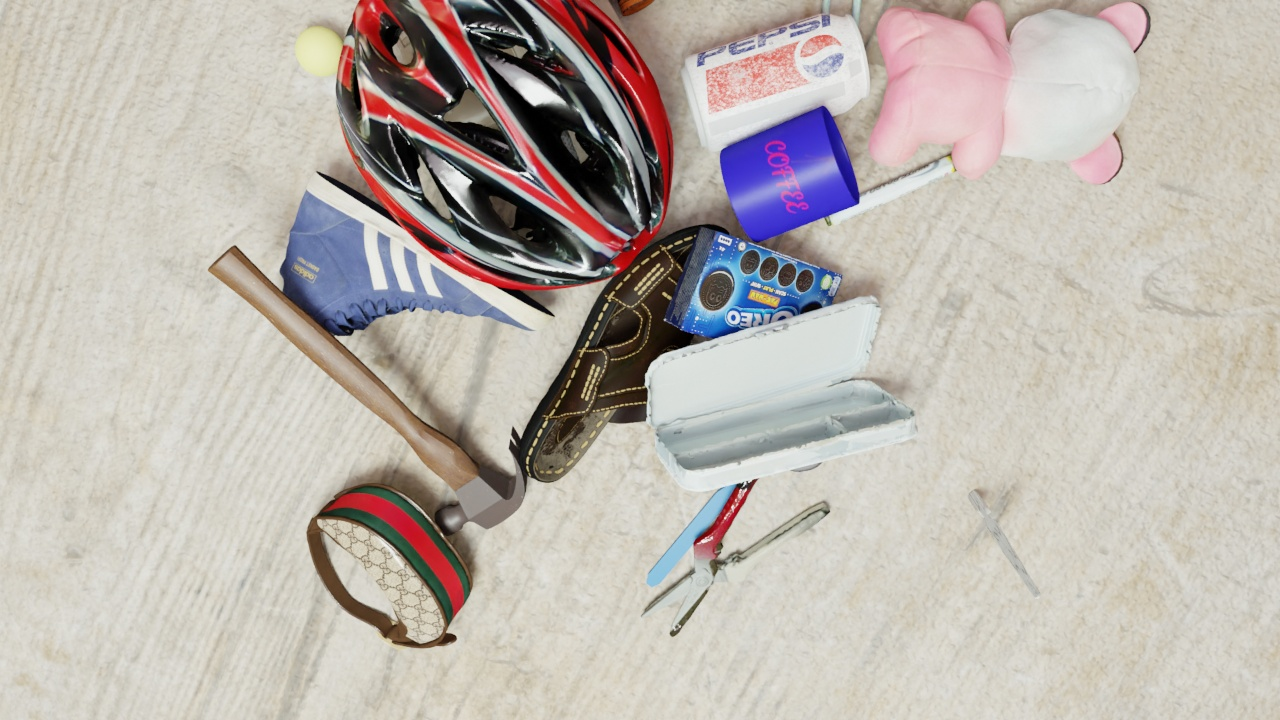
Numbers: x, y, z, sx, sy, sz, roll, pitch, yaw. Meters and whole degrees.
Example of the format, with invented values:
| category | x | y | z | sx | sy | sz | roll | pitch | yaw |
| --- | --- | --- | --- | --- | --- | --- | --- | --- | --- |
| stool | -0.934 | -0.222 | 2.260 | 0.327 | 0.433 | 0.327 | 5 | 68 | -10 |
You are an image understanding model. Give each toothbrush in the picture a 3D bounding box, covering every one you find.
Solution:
| category | x | y | z | sx | sy | sz | roll | pitch | yaw |
| --- | --- | --- | --- | --- | --- | --- | --- | --- | --- |
| toothbrush | 0.058 | 0.143 | 0.827 | 0.016 | 0.014 | 0.167 | 38 | 101 | -3 |
| toothbrush | 0.289 | 0.145 | 0.728 | 0.010 | 0.181 | 0.010 | -43 | 98 | 14 |

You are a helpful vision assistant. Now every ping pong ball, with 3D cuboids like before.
| category | x | y | z | sx | sy | sz | roll | pitch | yaw |
| --- | --- | --- | --- | --- | --- | --- | --- | --- | --- |
| ping pong ball | -0.267 | -0.258 | 0.766 | 0.040 | 0.040 | 0.040 | 1 | 100 | 3 |

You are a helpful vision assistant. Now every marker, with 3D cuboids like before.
| category | x | y | z | sx | sy | sz | roll | pitch | yaw |
| --- | --- | --- | --- | --- | --- | --- | --- | --- | --- |
| marker | 0.223 | -0.148 | 0.765 | 0.146 | 0.017 | 0.017 | -24 | 97 | 7 |

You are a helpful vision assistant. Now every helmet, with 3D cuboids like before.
| category | x | y | z | sx | sy | sz | roll | pitch | yaw |
| --- | --- | --- | --- | --- | --- | --- | --- | --- | --- |
| helmet | -0.100 | -0.168 | 0.664 | 0.272 | 0.166 | 0.218 | 41 | 102 | -9 |

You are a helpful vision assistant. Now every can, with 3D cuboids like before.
| category | x | y | z | sx | sy | sz | roll | pitch | yaw |
| --- | --- | --- | --- | --- | --- | --- | --- | --- | --- |
| can | 0.106 | -0.221 | 0.729 | 0.136 | 0.078 | 0.078 | -16 | 98 | 6 |

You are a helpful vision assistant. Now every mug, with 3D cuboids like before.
| category | x | y | z | sx | sy | sz | roll | pitch | yaw |
| --- | --- | --- | --- | --- | --- | --- | --- | --- | --- |
| mug | 0.121 | -0.148 | 0.725 | 0.084 | 0.111 | 0.079 | -19 | 100 | 23 |

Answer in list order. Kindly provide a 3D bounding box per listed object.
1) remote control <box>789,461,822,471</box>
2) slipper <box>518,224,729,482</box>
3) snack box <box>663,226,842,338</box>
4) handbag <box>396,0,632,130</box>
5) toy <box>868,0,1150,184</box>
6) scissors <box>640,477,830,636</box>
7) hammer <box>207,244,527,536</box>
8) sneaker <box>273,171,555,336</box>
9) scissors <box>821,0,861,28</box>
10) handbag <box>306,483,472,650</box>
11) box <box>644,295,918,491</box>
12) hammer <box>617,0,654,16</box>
| category | x | y | z | sx | sy | sz | roll | pitch | yaw |
| --- | --- | --- | --- | --- | --- | --- | --- | --- | --- |
| remote control | 0.122 | 0.044 | 0.808 | 0.046 | 0.009 | 0.124 | -33 | 96 | 8 |
| slipper | -0.005 | 0.004 | 0.764 | 0.076 | 0.113 | 0.268 | 42 | 104 | 27 |
| snack box | 0.094 | -0.050 | 0.744 | 0.150 | 0.027 | 0.082 | 12 | 102 | -37 |
| handbag | -0.125 | -0.295 | 0.752 | 0.176 | 0.062 | 0.198 | -27 | 89 | 8 |
| toy | 0.286 | -0.210 | 0.709 | 0.213 | 0.084 | 0.142 | 3 | 92 | -8 |
| scissors | 0.083 | 0.167 | 0.824 | 0.179 | 0.015 | 0.187 | -7 | 112 | -3 |
| hammer | -0.218 | 0.029 | 0.762 | 0.115 | 0.033 | 0.323 | -33 | 117 | 19 |
| sneaker | -0.202 | -0.047 | 0.772 | 0.233 | 0.091 | 0.118 | 31 | 96 | -1 |
| scissors | 0.180 | -0.340 | 0.736 | 0.171 | 0.023 | 0.168 | 35 | 106 | 2 |
| handbag | -0.230 | 0.193 | 0.827 | 0.139 | 0.063 | 0.166 | -22 | 110 | 35 |
| box | 0.107 | 0.012 | 0.731 | 0.215 | 0.106 | 0.125 | -12 | 109 | -16 |
| hammer | -0.064 | -0.430 | 0.726 | 0.138 | 0.035 | 0.314 | -18 | 99 | 5 |
